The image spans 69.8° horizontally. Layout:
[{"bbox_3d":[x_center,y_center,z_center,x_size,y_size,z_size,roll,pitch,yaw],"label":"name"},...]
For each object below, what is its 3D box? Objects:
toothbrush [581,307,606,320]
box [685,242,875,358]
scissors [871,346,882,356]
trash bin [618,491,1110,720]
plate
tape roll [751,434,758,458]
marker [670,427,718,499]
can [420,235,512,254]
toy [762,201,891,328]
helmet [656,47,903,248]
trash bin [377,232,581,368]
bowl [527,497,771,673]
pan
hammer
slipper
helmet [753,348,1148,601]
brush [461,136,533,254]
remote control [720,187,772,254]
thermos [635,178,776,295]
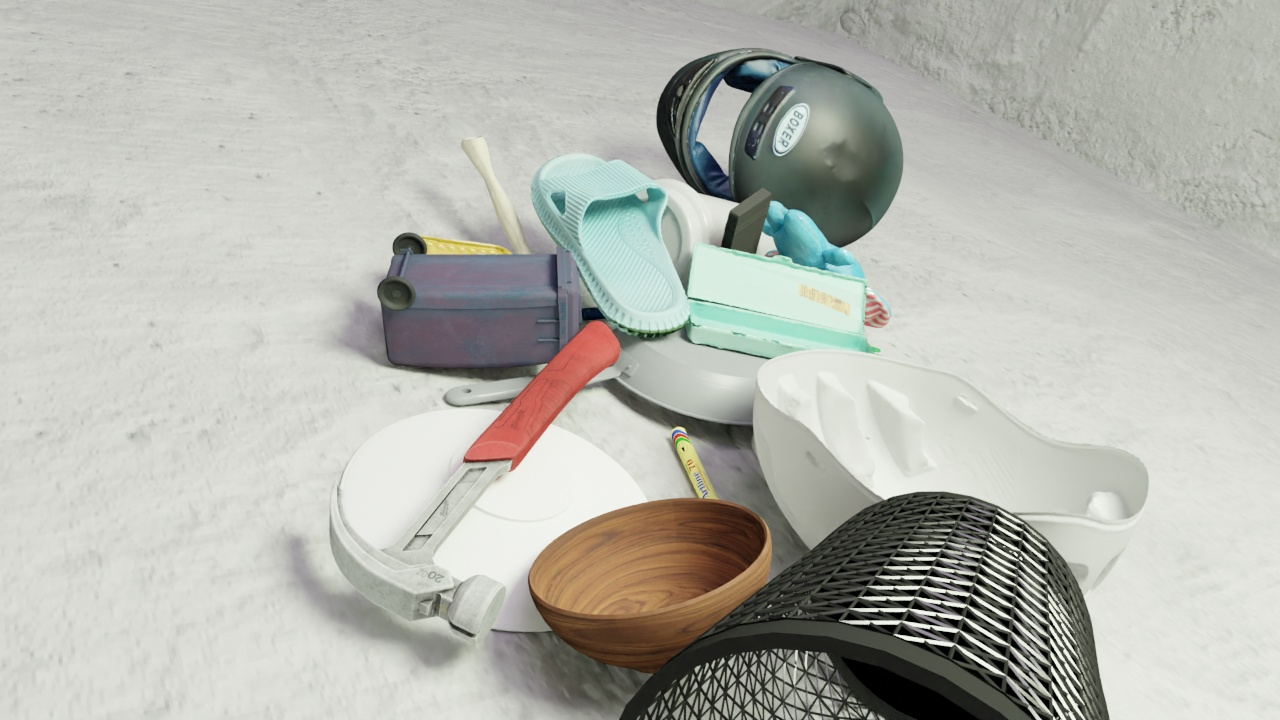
[{"bbox_3d":[0.021,-0.051,0.978,0.189,0.017,0.016,-4,37,-33],"label":"toothbrush"},{"bbox_3d":[0.136,-0.046,0.901,0.187,0.057,0.137,13,41,-6],"label":"box"},{"bbox_3d":[0.217,-0.021,1.047,0.130,0.014,0.071,7,32,-18],"label":"scissors"},{"bbox_3d":[0.134,0.183,0.468,0.217,0.217,0.242,30,25,19],"label":"trash bin"},{"bbox_3d":[-0.093,0.093,0.652,0.229,0.030,0.229,14,30,-8],"label":"plate"},{"bbox_3d":[0.147,0.080,0.825,0.094,0.019,0.093,14,30,-8],"label":"tape roll"},{"bbox_3d":[0.049,0.100,0.740,0.014,0.014,0.132,6,32,-22],"label":"marker"},{"bbox_3d":[-0.172,-0.076,0.863,0.099,0.059,0.054,5,33,-23],"label":"can"},{"bbox_3d":[0.182,-0.095,1.006,0.183,0.115,0.180,35,-7,46],"label":"toy"},{"bbox_3d":[0.196,-0.275,1.193,0.316,0.249,0.236,27,6,-27],"label":"helmet"},{"bbox_3d":[-0.131,-0.048,0.778,0.161,0.092,0.093,-1,31,-6],"label":"trash bin"},{"bbox_3d":[0.011,0.146,0.559,0.147,0.069,0.147,-11,14,3],"label":"bowl"},{"bbox_3d":[-0.005,0.005,0.835,0.355,0.051,0.201,-2,28,-34],"label":"pan"},{"bbox_3d":[-0.092,0.053,0.642,0.126,0.036,0.314,22,36,10],"label":"hammer"},{"bbox_3d":[-0.028,-0.132,0.889,0.115,0.070,0.276,-11,50,-22],"label":"slipper"},{"bbox_3d":[0.207,0.082,0.687,0.282,0.184,0.223,43,31,25],"label":"helmet"},{"bbox_3d":[-0.135,-0.146,0.950,0.062,0.078,0.272,-7,50,-30],"label":"brush"},{"bbox_3d":[0.103,-0.117,0.968,0.013,0.134,0.058,39,55,22],"label":"remote control"},{"bbox_3d":[0.072,-0.138,1.056,0.131,0.132,0.221,36,26,27],"label":"thermos"}]
